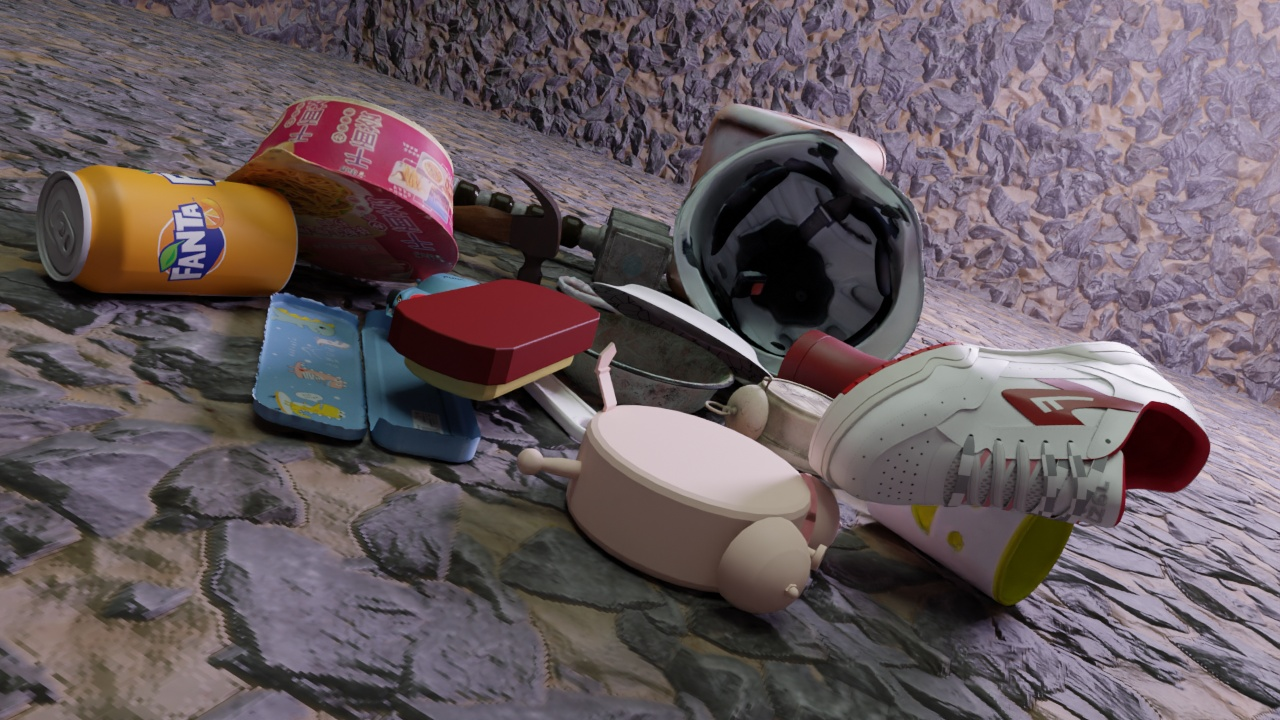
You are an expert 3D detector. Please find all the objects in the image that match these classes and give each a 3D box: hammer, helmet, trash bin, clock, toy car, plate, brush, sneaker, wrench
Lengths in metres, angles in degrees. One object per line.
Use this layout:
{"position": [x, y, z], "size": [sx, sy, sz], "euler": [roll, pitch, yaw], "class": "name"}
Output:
{"position": [-0.119, -0.168, 1.119], "size": [0.326, 0.079, 0.176], "euler": [17, 16, -6], "class": "hammer"}
{"position": [0.165, -0.092, 0.961], "size": [0.264, 0.236, 0.163], "euler": [52, 2, 11], "class": "helmet"}
{"position": [0.159, -0.172, 1.144], "size": [0.182, 0.260, 0.157], "euler": [31, 23, 34], "class": "trash bin"}
{"position": [0.111, 0.044, 0.717], "size": [0.140, 0.055, 0.093], "euler": [13, 17, -29], "class": "clock"}
{"position": [-0.149, -0.049, 0.698], "size": [0.060, 0.027, 0.107], "euler": [20, 15, 10], "class": "toy car"}
{"position": [-0.241, -0.161, 0.957], "size": [0.323, 0.115, 0.033], "euler": [11, 16, 1], "class": "hammer"}
{"position": [0.041, -0.029, 0.819], "size": [0.188, 0.016, 0.188], "euler": [29, -5, 2], "class": "plate"}
{"position": [0.032, 0.065, 0.513], "size": [0.160, 0.086, 0.130], "euler": [31, 18, 16], "class": "clock"}
{"position": [-0.093, -0.015, 0.611], "size": [0.082, 0.042, 0.173], "euler": [22, 18, 16], "class": "brush"}
{"position": [0.220, 0.053, 0.522], "size": [0.236, 0.090, 0.104], "euler": [-3, 33, -19], "class": "sneaker"}
{"position": [-0.098, -0.003, 0.702], "size": [0.066, 0.018, 0.273], "euler": [6, 21, -39], "class": "wrench"}

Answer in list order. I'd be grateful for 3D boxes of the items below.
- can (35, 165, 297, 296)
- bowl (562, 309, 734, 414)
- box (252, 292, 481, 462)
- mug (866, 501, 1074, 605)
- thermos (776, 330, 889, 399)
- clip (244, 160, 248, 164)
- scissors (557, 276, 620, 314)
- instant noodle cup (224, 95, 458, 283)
{"position": [-0.307, -0.083, 0.607], "size": [0.079, 0.079, 0.142], "euler": [29, 18, 32], "class": "can"}
{"position": [-0.004, 0.004, 0.743], "size": [0.157, 0.039, 0.157], "euler": [18, 16, -5], "class": "bowl"}
{"position": [-0.176, 0.005, 0.584], "size": [0.125, 0.021, 0.209], "euler": [10, 17, -22], "class": "box"}
{"position": [0.216, 0.098, 0.607], "size": [0.082, 0.083, 0.106], "euler": [4, 20, -43], "class": "mug"}
{"position": [0.225, 0.047, 0.800], "size": [0.199, 0.084, 0.108], "euler": [28, 1, 35], "class": "thermos"}
{"position": [-0.297, -0.109, 0.788], "size": [0.027, 0.104, 0.120], "euler": [21, 8, 27], "class": "clip"}
{"position": [-0.022, -0.056, 0.984], "size": [0.173, 0.014, 0.170], "euler": [23, 19, 7], "class": "scissors"}
{"position": [-0.222, -0.135, 0.719], "size": [0.179, 0.077, 0.179], "euler": [9, -21, 3], "class": "instant noodle cup"}
